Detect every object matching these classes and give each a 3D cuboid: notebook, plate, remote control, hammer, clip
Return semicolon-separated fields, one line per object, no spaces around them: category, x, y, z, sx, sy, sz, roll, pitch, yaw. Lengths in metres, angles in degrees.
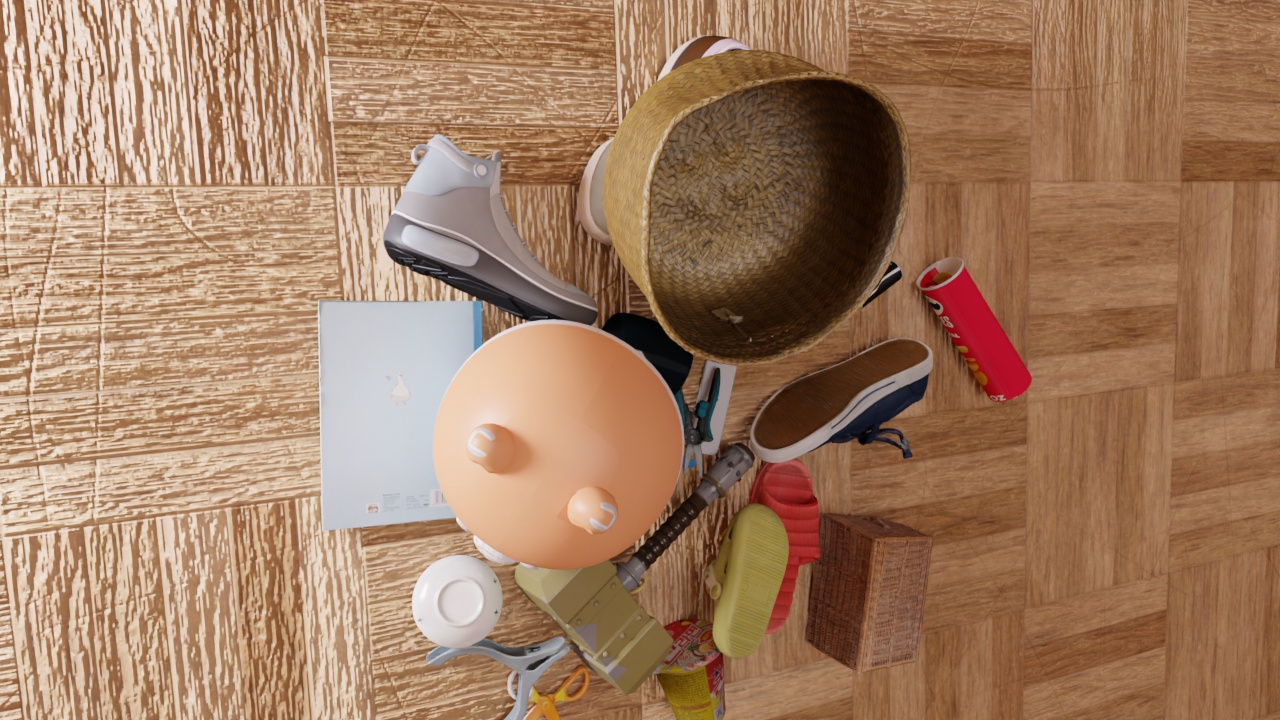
notebook;-0.264;0.059;1.028;0.180;0.009;0.253;-1;96;-24
plate;-0.207;0.275;1.049;0.104;0.026;0.104;4;76;-18
remote control;0.094;0.049;1.187;0.045;0.008;0.146;13;90;-24
hammer;0.026;0.220;1.132;0.324;0.101;0.190;-43;110;-20
clip;-0.168;0.400;1.088;0.168;0.031;0.164;0;103;-12

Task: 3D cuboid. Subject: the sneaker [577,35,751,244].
sneaker;0.043;-0.258;1.072;0.111;0.116;0.293;40;79;-22

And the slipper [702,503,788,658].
slipper;0.126;0.276;1.158;0.091;0.082;0.190;23;73;-30

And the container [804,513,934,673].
container;0.313;0.313;1.254;0.112;0.114;0.198;4;95;-29

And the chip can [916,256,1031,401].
chip can;0.480;-0.042;1.316;0.069;0.069;0.220;-44;111;-14

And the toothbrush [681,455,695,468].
toothbrush;0.000;0.110;1.148;0.166;0.014;0.016;19;87;-25

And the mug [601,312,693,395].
mug;-0.007;0.006;1.105;0.094;0.085;0.122;19;117;-24

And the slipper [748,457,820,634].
slipper;0.190;0.251;1.224;0.103;0.059;0.249;6;94;-24

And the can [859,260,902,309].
can;0.320;-0.103;1.258;0.080;0.031;0.031;-36;108;-17

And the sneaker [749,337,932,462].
sneaker;0.276;0.083;1.233;0.294;0.121;0.127;-25;127;-22

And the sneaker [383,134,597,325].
sneaker;-0.146;-0.141;1.025;0.256;0.093;0.160;22;78;-26

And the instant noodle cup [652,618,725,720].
instant noodle cup;0.068;0.405;1.171;0.100;0.100;0.112;-23;112;-20

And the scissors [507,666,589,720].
scissors;-0.119;0.418;1.128;0.125;0.011;0.131;-45;110;-11

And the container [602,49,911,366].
container;0.110;-0.169;0.983;0.306;0.196;0.307;-7;116;-15

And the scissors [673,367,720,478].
scissors;0.067;0.063;1.146;0.119;0.019;0.151;40;69;1

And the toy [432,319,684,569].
toy;-0.089;0.095;0.955;0.263;0.280;0.266;32;96;-3
